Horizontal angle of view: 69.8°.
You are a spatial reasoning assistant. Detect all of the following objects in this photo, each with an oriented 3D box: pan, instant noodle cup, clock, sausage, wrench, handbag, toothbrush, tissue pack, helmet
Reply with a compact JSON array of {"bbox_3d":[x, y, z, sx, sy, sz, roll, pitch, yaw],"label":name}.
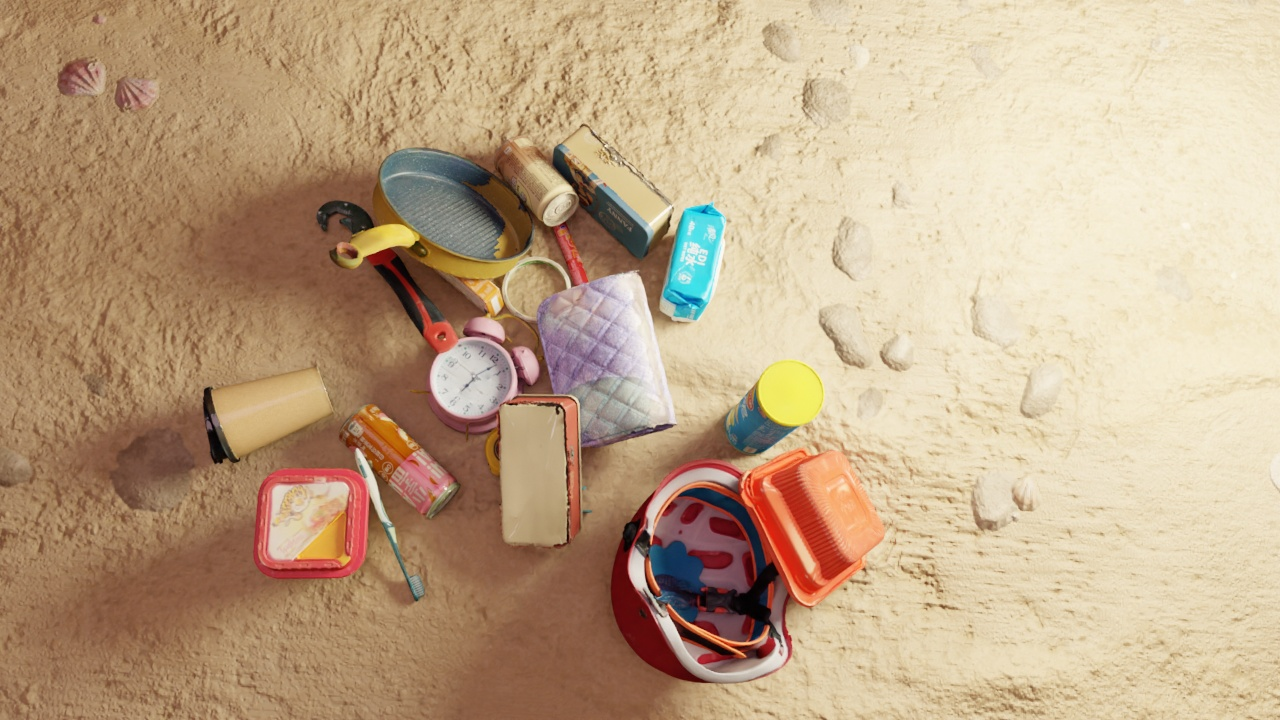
[{"bbox_3d":[-0.243,-0.154,1.031,0.197,0.078,0.356,37,35,0],"label":"pan"},{"bbox_3d":[0.203,0.176,1.044,0.188,0.079,0.164,-14,73,-53],"label":"instant noodle cup"},{"bbox_3d":[-0.188,0.013,1.110,0.117,0.060,0.158,40,74,5],"label":"clock"},{"bbox_3d":[-0.089,-0.136,1.176,0.020,0.020,0.155,-20,79,-9],"label":"sausage"},{"bbox_3d":[-0.308,-0.108,1.124,0.056,0.016,0.273,-37,69,-18],"label":"wrench"},{"bbox_3d":[-0.040,0.002,1.100,0.134,0.075,0.193,-16,82,21],"label":"handbag"},{"bbox_3d":[-0.289,0.189,1.059,0.018,0.016,0.191,-22,94,-20],"label":"toothbrush"},{"bbox_3d":[-0.355,0.183,1.021,0.116,0.124,0.116,0,77,-4],"label":"instant noodle cup"},{"bbox_3d":[0.067,-0.120,1.147,0.063,0.090,0.140,13,75,-2],"label":"tissue pack"},{"bbox_3d":[0.056,0.243,1.029,0.206,0.144,0.239,20,55,-24],"label":"helmet"}]

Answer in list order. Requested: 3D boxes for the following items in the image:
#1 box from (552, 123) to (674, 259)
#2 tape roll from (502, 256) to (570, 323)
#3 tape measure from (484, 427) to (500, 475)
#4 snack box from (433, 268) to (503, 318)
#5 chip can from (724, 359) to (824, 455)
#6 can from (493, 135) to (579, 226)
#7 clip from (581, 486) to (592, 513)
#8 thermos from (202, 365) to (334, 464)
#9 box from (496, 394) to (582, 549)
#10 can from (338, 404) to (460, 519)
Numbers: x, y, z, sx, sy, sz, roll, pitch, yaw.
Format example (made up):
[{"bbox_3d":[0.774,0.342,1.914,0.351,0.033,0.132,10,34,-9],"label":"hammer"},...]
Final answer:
[{"bbox_3d":[-0.031,-0.210,1.163,0.059,0.090,0.184,-42,79,-17],"label":"box"},{"bbox_3d":[-0.132,-0.090,1.164,0.086,0.014,0.085,1,76,-4],"label":"tape roll"},{"bbox_3d":[-0.158,0.105,1.102,0.060,0.029,0.057,-20,100,-11],"label":"tape measure"},{"bbox_3d":[-0.235,-0.118,1.130,0.154,0.075,0.026,41,77,6],"label":"snack box"},{"bbox_3d":[0.148,0.058,1.048,0.071,0.210,0.071,1,76,-4],"label":"chip can"},{"bbox_3d":[-0.133,-0.228,1.163,0.058,0.058,0.116,-35,67,-12],"label":"can"},{"bbox_3d":[-0.087,0.173,1.103,0.054,0.013,0.033,-11,76,-9],"label":"clip"},{"bbox_3d":[-0.437,0.058,1.069,0.143,0.093,0.093,-20,78,-18],"label":"thermos"},{"bbox_3d":[-0.118,0.127,1.046,0.091,0.076,0.168,0,96,12],"label":"box"},{"bbox_3d":[-0.283,0.118,1.077,0.147,0.058,0.057,40,76,6],"label":"can"}]
